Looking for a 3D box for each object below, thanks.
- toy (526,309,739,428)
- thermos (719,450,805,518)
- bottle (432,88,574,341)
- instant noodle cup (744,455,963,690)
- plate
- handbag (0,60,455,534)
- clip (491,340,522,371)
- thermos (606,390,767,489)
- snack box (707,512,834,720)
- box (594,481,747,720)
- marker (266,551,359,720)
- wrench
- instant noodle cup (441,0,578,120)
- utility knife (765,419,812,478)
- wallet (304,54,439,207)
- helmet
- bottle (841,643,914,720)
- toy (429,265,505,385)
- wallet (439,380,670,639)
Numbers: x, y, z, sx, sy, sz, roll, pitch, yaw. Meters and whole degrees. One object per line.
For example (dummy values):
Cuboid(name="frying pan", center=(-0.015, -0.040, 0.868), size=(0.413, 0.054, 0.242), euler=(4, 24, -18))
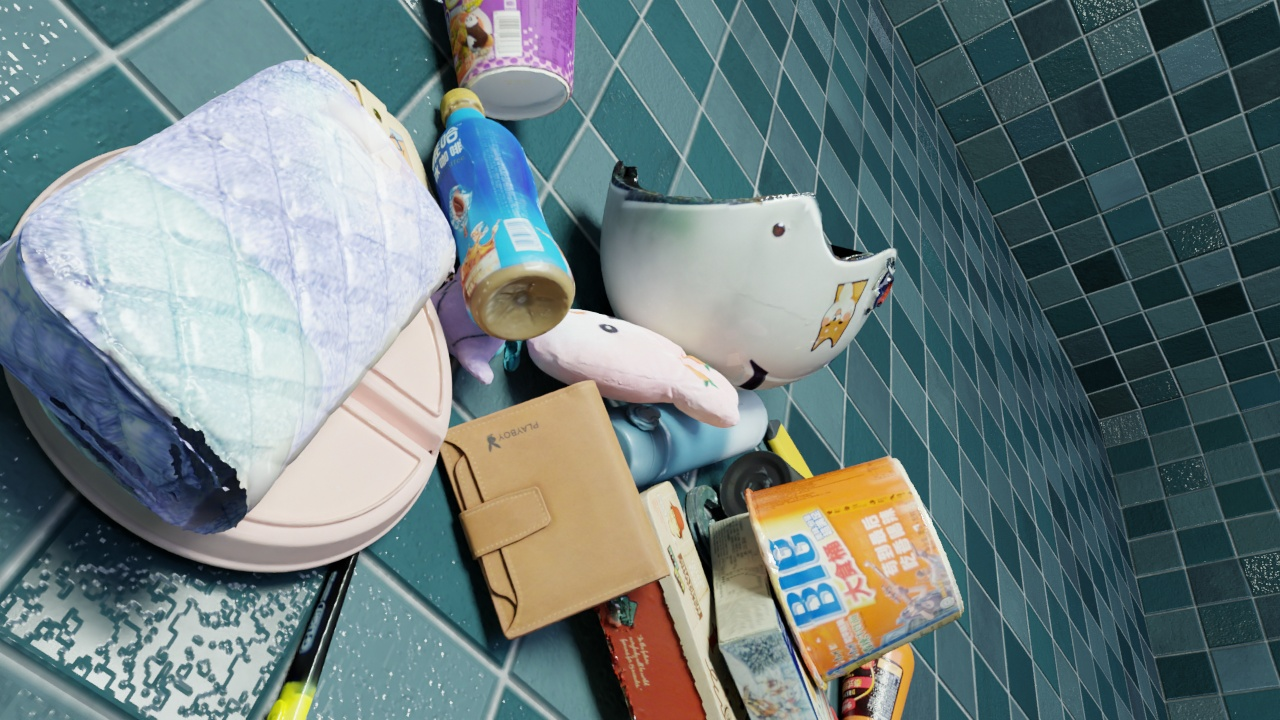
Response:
Cuboid(name="toy", center=(-0.004, 0.004, 0.644), size=(0.159, 0.054, 0.121), euler=(21, 11, -1))
Cuboid(name="thermos", center=(0.167, 0.148, 0.855), size=(0.068, 0.090, 0.242), euler=(36, -1, 43))
Cuboid(name="bottle", center=(-0.100, -0.108, 0.600), size=(0.065, 0.065, 0.218), euler=(31, 27, -45))
Cuboid(name="instant noodle cup", center=(0.153, 0.143, 0.657), size=(0.151, 0.111, 0.151), euler=(-22, 89, -83))
Cuboid(name="plate", center=(-0.184, -0.011, 0.457), size=(0.229, 0.028, 0.229), euler=(31, 46, -39))
Cuboid(name="handbag", center=(-0.170, -0.037, 0.402), size=(0.134, 0.076, 0.193), euler=(54, 37, -21))
Cuboid(name="clip", center=(-0.092, -0.019, 0.638), size=(0.047, 0.014, 0.056), euler=(41, 39, -34))
Cuboid(name="thermos", center=(0.030, 0.058, 0.725), size=(0.220, 0.070, 0.070), euler=(-6, 76, -60))
Cuboid(name="snack box", center=(0.102, 0.228, 0.672), size=(0.177, 0.046, 0.182), euler=(-85, 153, -75))
Cuboid(name="box", center=(0.007, 0.175, 0.615), size=(0.091, 0.076, 0.168), euler=(3, 68, -77))
Cuboid(name="marker", center=(-0.156, 0.141, 0.430), size=(0.015, 0.018, 0.123), euler=(46, 36, -34))
Cuboid(name="wrench", center=(0.109, 0.227, 0.792), size=(0.273, 0.016, 0.056), euler=(60, 32, -11))
Cuboid(name="instant noodle cup", center=(-0.096, -0.243, 0.692), size=(0.111, 0.112, 0.099), euler=(8, 73, -55))
Cuboid(name="utility knife", center=(0.171, 0.132, 0.949), size=(0.181, 0.015, 0.033), euler=(58, 37, -17))
Cuboid(name="wallet", center=(-0.164, -0.129, 0.561), size=(0.115, 0.024, 0.087), euler=(29, 44, -71))
Cuboid(name="helmet", center=(0.079, -0.053, 0.761), size=(0.273, 0.230, 0.157), euler=(13, 95, -56))
Cuboid(name="bottle", center=(0.215, 0.325, 0.856), size=(0.067, 0.067, 0.149), euler=(50, 42, -27))
Cuboid(name="toy", center=(-0.106, -0.038, 0.602), size=(0.084, 0.039, 0.107), euler=(42, 41, -6))
Cuboid(name="wallet", center=(-0.054, 0.088, 0.555), size=(0.031, 0.107, 0.131), euler=(116, -46, -71))
